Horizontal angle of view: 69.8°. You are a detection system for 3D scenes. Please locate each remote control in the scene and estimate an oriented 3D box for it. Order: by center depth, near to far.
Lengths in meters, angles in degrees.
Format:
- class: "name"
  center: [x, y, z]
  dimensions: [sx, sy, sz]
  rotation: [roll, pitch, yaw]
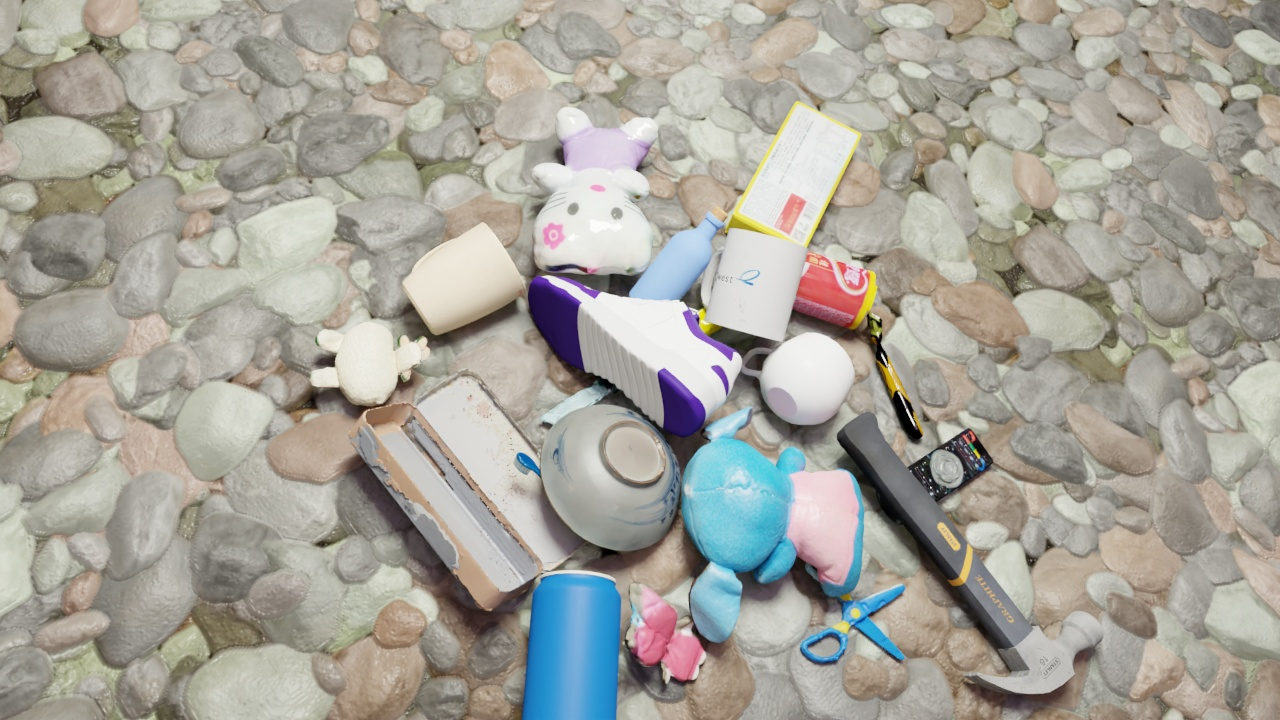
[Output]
- class: "remote control"
  center: [0.306, 0.120, 0.954]
  dimensions: [0.140, 0.021, 0.045]
  rotation: [-26, 78, -23]

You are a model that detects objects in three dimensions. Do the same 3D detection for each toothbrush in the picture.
- class: "toothbrush"
  center: [-0.068, 0.133, 0.857]
  dimensions: [0.132, 0.016, 0.021]
  rotation: [42, 40, 2]

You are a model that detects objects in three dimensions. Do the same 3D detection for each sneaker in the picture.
- class: "sneaker"
  center: [-0.002, -0.030, 0.918]
  dimensions: [0.244, 0.092, 0.110]
  rotation: [37, 53, 26]

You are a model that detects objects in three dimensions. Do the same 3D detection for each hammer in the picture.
- class: "hammer"
  center: [0.307, 0.182, 0.899]
  dimensions: [0.139, 0.035, 0.312]
  rotation: [-32, 80, -22]

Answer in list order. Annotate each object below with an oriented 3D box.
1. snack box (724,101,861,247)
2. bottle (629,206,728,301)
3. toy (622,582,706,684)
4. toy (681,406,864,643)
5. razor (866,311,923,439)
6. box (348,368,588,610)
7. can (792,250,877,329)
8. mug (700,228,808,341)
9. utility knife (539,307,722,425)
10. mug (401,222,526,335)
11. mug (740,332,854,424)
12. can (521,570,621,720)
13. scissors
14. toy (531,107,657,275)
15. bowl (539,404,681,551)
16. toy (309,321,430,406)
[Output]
- class: "snack box"
  center: [0.182, -0.210, 1.081]
  dimensions: [0.092, 0.042, 0.200]
  rotation: [27, 63, 4]
- class: "bottle"
  center: [0.045, -0.105, 0.961]
  dimensions: [0.048, 0.048, 0.131]
  rotation: [42, 106, 11]
- class: "toy"
  center: [0.014, 0.250, 0.825]
  dimensions: [0.102, 0.050, 0.065]
  rotation: [43, 49, -28]
- class: "toy"
  center: [0.125, 0.156, 0.866]
  dimensions: [0.191, 0.099, 0.223]
  rotation: [15, 62, -12]
- class: "razor"
  center: [0.274, 0.018, 0.992]
  dimensions: [0.021, 0.044, 0.144]
  rotation: [-22, 73, 9]
- class: "box"
  center: [-0.154, 0.115, 0.859]
  dimensions: [0.156, 0.071, 0.216]
  rotation: [-32, 73, -36]
- class: "can"
  center: [0.189, -0.083, 1.006]
  dimensions: [0.124, 0.067, 0.066]
  rotation: [18, 62, -1]
- class: "mug"
  center: [0.106, -0.080, 0.946]
  dimensions: [0.083, 0.120, 0.096]
  rotation: [11, 96, -39]
- class: "utility knife"
  center: [-0.006, 0.006, 0.954]
  dimensions: [0.233, 0.020, 0.029]
  rotation: [-31, 65, -23]
- class: "mug"
  center: [-0.189, -0.085, 0.938]
  dimensions: [0.104, 0.085, 0.111]
  rotation: [-34, 46, -12]
- class: "mug"
  center: [0.155, 0.017, 0.948]
  dimensions: [0.124, 0.090, 0.076]
  rotation: [23, 48, 38]
- class: "can"
  center: [-0.058, 0.261, 0.787]
  dimensions: [0.079, 0.079, 0.145]
  rotation: [6, 63, -7]
- class: "scissors"
  center: [0.201, 0.240, 0.884]
  dimensions: [0.125, 0.014, 0.130]
  rotation: [-21, 72, -18]
- class: "toy"
  center: [-0.052, -0.177, 1.000]
  dimensions: [0.137, 0.086, 0.208]
  rotation: [7, 62, -4]
- class: "bowl"
  center: [-0.017, 0.098, 0.862]
  dimensions: [0.150, 0.057, 0.150]
  rotation: [16, 51, -21]
- class: "toy"
  center: [-0.263, 0.002, 0.893]
  dimensions: [0.112, 0.050, 0.087]
  rotation: [-2, 65, -15]
